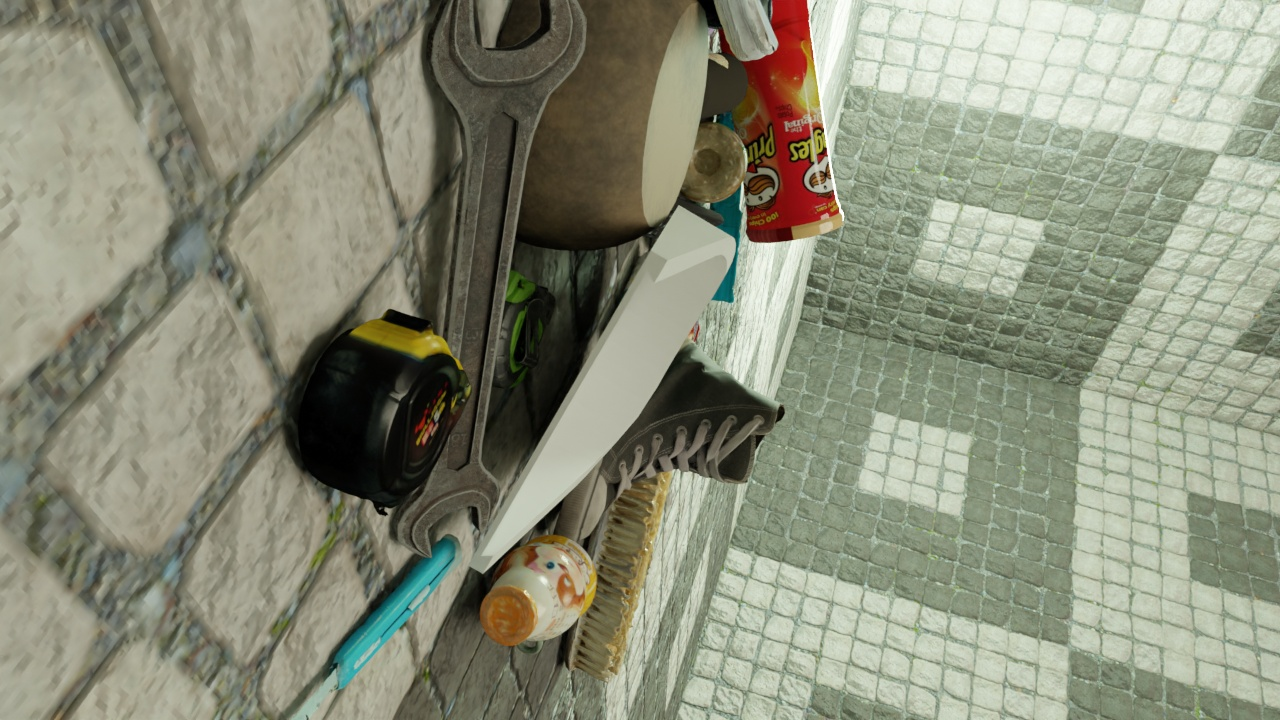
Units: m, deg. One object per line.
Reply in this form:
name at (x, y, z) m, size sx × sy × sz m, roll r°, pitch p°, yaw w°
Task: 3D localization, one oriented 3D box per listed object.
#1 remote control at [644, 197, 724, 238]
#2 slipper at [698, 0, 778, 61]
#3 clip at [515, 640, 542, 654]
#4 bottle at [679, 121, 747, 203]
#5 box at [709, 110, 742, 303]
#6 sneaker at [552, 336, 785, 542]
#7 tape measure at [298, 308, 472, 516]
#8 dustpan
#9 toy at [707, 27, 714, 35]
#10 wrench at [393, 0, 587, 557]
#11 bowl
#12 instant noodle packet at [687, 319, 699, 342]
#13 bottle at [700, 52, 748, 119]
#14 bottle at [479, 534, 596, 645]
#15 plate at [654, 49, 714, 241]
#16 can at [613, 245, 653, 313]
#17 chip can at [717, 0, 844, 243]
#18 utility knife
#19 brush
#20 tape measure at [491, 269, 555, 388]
remote control at (0.022, -0.113, 0.714) m, size 0.022 × 0.047 × 0.150 m, roll 69°, pitch 20°, yaw 6°
slipper at (0.042, -0.250, 0.557) m, size 0.263 × 0.063 × 0.111 m, roll -86°, pitch 157°, yaw -55°
clip at (-0.079, 0.185, 0.688) m, size 0.037 × 0.023 × 0.075 m, roll -57°, pitch 157°, yaw -54°
bottle at (0.057, -0.159, 0.747) m, size 0.167 × 0.059 × 0.059 m, roll -60°, pitch 162°, yaw -78°
box at (0.090, -0.180, 0.929) m, size 0.181 × 0.039 × 0.227 m, roll -72°, pitch 166°, yaw -79°
sneaker at (0.024, 0.078, 0.742) m, size 0.234 × 0.120 × 0.095 m, roll -43°, pitch 158°, yaw -47°
tape measure at (-0.099, 0.019, 0.354) m, size 0.072 × 0.042 × 0.071 m, roll 92°, pitch 21°, yaw -61°
dustpan at (-0.003, 0.003, 0.565) m, size 0.192 × 0.053 × 0.257 m, roll -59°, pitch -177°, yaw 19°
toy at (0.047, -0.269, 0.686) m, size 0.080 × 0.036 × 0.099 m, roll 98°, pitch 11°, yaw -54°
wrench at (-0.073, -0.031, 0.409) m, size 0.070 × 0.010 × 0.274 m, roll -6°, pitch 116°, yaw -38°
bowl at (-0.014, -0.134, 0.483) m, size 0.162 × 0.070 × 0.162 m, roll 16°, pitch 89°, yaw -78°
instant noodle packet at (0.036, -0.039, 0.913) m, size 0.136 × 0.040 × 0.098 m, roll 86°, pitch 15°, yaw -55°
bottle at (0.024, -0.188, 0.644) m, size 0.184 × 0.045 × 0.045 m, roll -37°, pitch 141°, yaw -57°
bottle at (-0.069, 0.152, 0.596) m, size 0.109 × 0.063 × 0.063 m, roll -7°, pitch 111°, yaw -78°
plate at (0.036, -0.179, 0.798) m, size 0.178 × 0.012 × 0.178 m, roll 16°, pitch 89°, yaw -78°
can at (0.010, -0.043, 0.743) m, size 0.055 × 0.055 × 0.101 m, roll 87°, pitch 21°, yaw -55°
chip can at (0.117, -0.214, 0.789) m, size 0.086 × 0.087 × 0.213 m, roll -49°, pitch 130°, yaw -65°
utility knife at (-0.124, 0.128, 0.435) m, size 0.140 × 0.015 × 0.022 m, roll -51°, pitch 150°, yaw -57°
brush at (-0.016, 0.173, 0.878) m, size 0.083 × 0.057 × 0.271 m, roll -7°, pitch 112°, yaw -78°
tape measure at (-0.067, -0.015, 0.467) m, size 0.065 × 0.036 × 0.058 m, roll 24°, pitch 82°, yaw -78°
